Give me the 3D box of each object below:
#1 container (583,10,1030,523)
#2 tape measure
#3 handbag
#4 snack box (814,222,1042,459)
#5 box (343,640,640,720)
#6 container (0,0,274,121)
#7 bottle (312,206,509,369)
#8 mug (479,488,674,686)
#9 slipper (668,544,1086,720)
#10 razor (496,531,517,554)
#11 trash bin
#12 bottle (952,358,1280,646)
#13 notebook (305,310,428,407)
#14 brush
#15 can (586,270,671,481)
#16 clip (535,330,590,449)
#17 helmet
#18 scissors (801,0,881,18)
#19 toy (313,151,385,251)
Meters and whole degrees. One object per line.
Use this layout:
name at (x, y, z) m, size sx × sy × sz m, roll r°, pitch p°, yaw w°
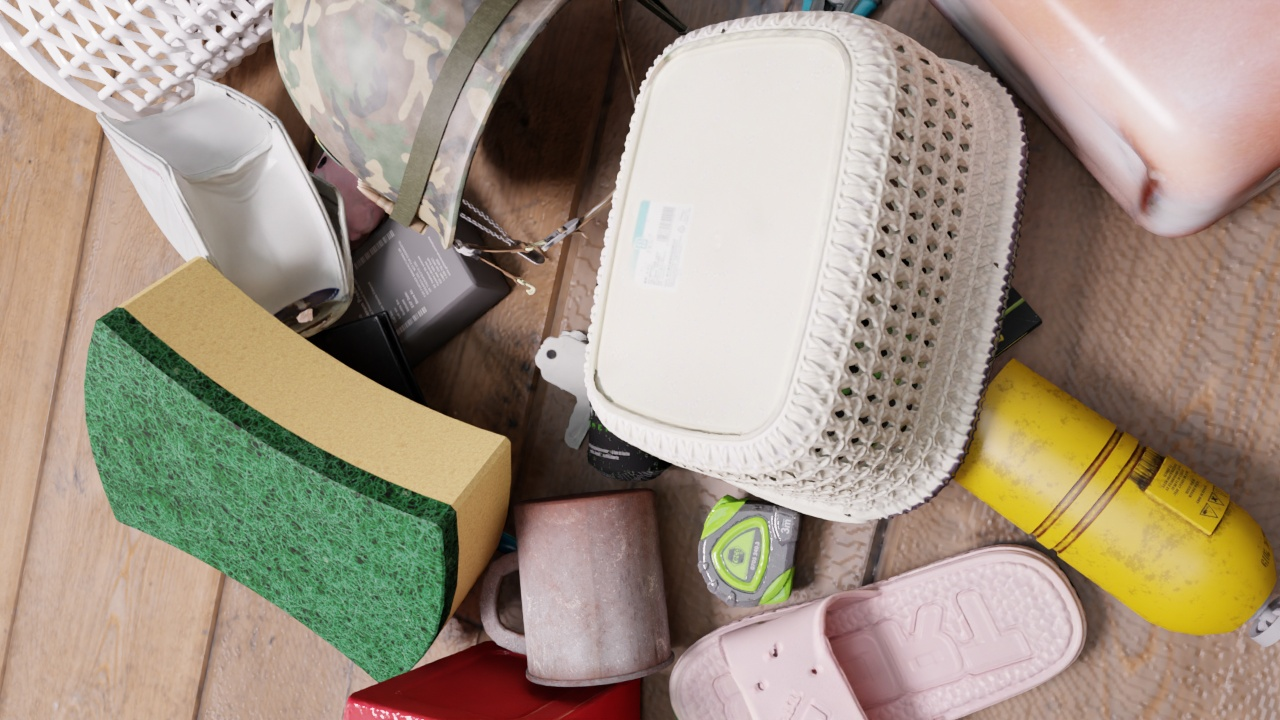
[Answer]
container at (0.074, -0.048, 0.457) m, size 0.185 × 0.143 × 0.251 m, roll 11°, pitch 90°, yaw 42°
tape measure at (0.065, 0.113, 0.545) m, size 0.059 × 0.036 × 0.065 m, roll 12°, pitch 90°, yaw 15°
handbag at (-0.280, -0.107, 0.634) m, size 0.199 × 0.096 × 0.142 m, roll 31°, pitch 145°, yaw 42°
snack box at (0.137, -0.006, 0.519) m, size 0.148 × 0.025 × 0.080 m, roll -41°, pitch 73°, yaw 18°
box at (-0.079, 0.229, 0.544) m, size 0.136 × 0.157 × 0.117 m, roll -14°, pitch 78°, yaw 22°
container at (-0.349, -0.301, 0.663) m, size 0.187 × 0.189 × 0.189 m, roll -28°, pitch 77°, yaw 20°
bottle at (-0.184, -0.034, 0.657) m, size 0.174 × 0.046 × 0.083 m, roll -37°, pitch 74°, yaw 19°
mug at (-0.044, 0.136, 0.563) m, size 0.123 × 0.096 × 0.110 m, roll -7°, pitch 79°, yaw 16°
slipper at (0.120, 0.172, 0.502) m, size 0.240 × 0.064 × 0.094 m, roll -27°, pitch 78°, yaw 20°
razor at (-0.142, 0.094, 0.614) m, size 0.144 × 0.022 × 0.042 m, roll 28°, pitch 116°, yaw 8°
trash bin at (0.218, -0.197, 0.405) m, size 0.158 × 0.181 × 0.259 m, roll -40°, pitch 74°, yaw 20°
bottle at (0.233, 0.073, 0.448) m, size 0.164 × 0.071 × 0.071 m, roll 38°, pitch 104°, yaw 21°
notebook at (-0.244, 0.073, 0.666) m, size 0.232 × 0.019 × 0.169 m, roll -15°, pitch 104°, yaw 24°
brush at (-0.213, 0.077, 0.571) m, size 0.250 × 0.075 × 0.196 m, roll 30°, pitch 132°, yaw 4°
can at (-0.003, 0.003, 0.561) m, size 0.054 × 0.053 × 0.138 m, roll 7°, pitch 98°, yaw 25°
clip at (-0.039, 0.003, 0.606) m, size 0.054 × 0.040 × 0.102 m, roll 31°, pitch 101°, yaw 2°
helmet at (-0.087, -0.162, 0.540) m, size 0.236 × 0.224 × 0.193 m, roll 31°, pitch 96°, yaw -3°
scissors at (0.105, -0.192, 0.543) m, size 0.151 × 0.019 × 0.130 m, roll -23°, pitch 80°, yaw 23°
toy at (-0.208, -0.117, 0.662) m, size 0.096 × 0.052 × 0.099 m, roll 26°, pitch 102°, yaw 53°
